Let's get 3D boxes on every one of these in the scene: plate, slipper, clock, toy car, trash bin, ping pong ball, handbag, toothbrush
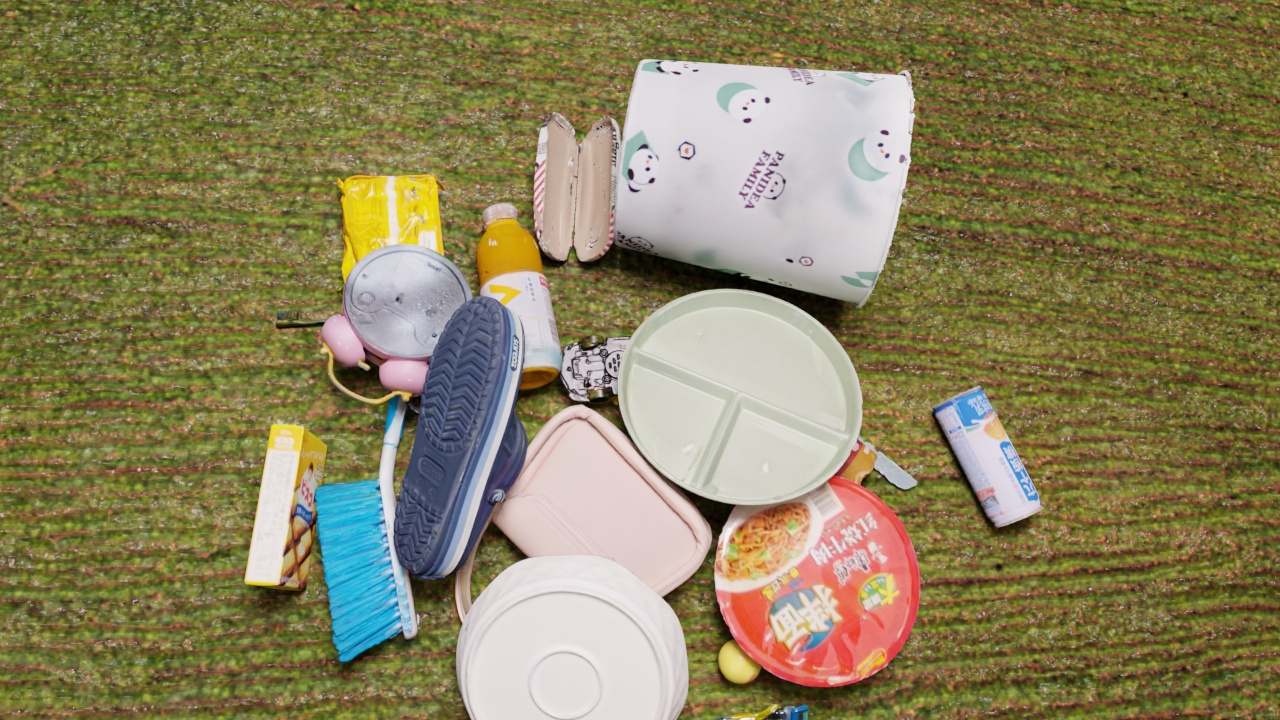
[{"bbox_3d":[0.092,0.032,0.863,0.230,0.028,0.229,3,59,-5],"label":"plate"},{"bbox_3d":[-0.062,0.271,0.793,0.205,0.045,0.205,0,96,3],"label":"plate"},{"bbox_3d":[-0.142,0.072,0.812,0.105,0.095,0.252,15,89,44],"label":"slipper"},{"bbox_3d":[-0.228,-0.030,0.855,0.117,0.060,0.158,30,59,-7],"label":"clock"},{"bbox_3d":[-0.006,0.005,0.919,0.155,0.041,0.071,-6,74,-9],"label":"toy car"},{"bbox_3d":[0.112,-0.184,0.903,0.252,0.230,0.229,10,73,4],"label":"trash bin"},{"bbox_3d":[0.092,0.278,0.848,0.040,0.040,0.040,1,73,-5],"label":"ping pong ball"},{"bbox_3d":[-0.070,0.178,0.851,0.193,0.093,0.234,43,82,7],"label":"handbag"},{"bbox_3d":[-0.272,-0.047,0.926,0.185,0.012,0.017,-4,63,-7],"label":"toothbrush"}]

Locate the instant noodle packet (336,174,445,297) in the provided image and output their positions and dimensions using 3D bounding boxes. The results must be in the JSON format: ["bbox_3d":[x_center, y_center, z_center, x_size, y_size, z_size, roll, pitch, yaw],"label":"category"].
[{"bbox_3d":[-0.253,-0.125,0.934,0.110,0.044,0.128,-3,76,-8],"label":"instant noodle packet"}]

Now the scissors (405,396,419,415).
[{"bbox_3d":[-0.183,-0.017,0.906,0.181,0.014,0.159,10,66,-14],"label":"scissors"}]

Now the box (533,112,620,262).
[{"bbox_3d":[-0.059,-0.183,0.953,0.087,0.076,0.162,-7,69,21],"label":"box"}]

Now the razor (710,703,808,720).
[{"bbox_3d":[0.082,0.336,0.842,0.142,0.022,0.043,-6,118,-4],"label":"razor"}]

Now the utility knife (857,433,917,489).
[{"bbox_3d":[0.189,0.060,0.936,0.222,0.013,0.029,38,82,6],"label":"utility knife"}]

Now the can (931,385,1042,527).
[{"bbox_3d":[0.347,0.096,0.920,0.053,0.053,0.134,-21,77,-11],"label":"can"}]

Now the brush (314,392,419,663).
[{"bbox_3d":[-0.252,0.113,0.863,0.109,0.061,0.314,-10,72,-14],"label":"brush"}]

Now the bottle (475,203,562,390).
[{"bbox_3d":[-0.124,-0.066,0.907,0.068,0.068,0.189,-10,69,-8],"label":"bottle"}]

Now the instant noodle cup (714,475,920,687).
[{"bbox_3d":[0.160,0.204,0.864,0.194,0.066,0.193,1,75,-5],"label":"instant noodle cup"}]

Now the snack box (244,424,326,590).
[{"bbox_3d":[-0.318,0.134,0.828,0.033,0.087,0.140,2,73,-4],"label":"snack box"}]

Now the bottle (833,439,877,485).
[{"bbox_3d":[0.148,0.062,0.909,0.175,0.057,0.057,38,74,6],"label":"bottle"}]
